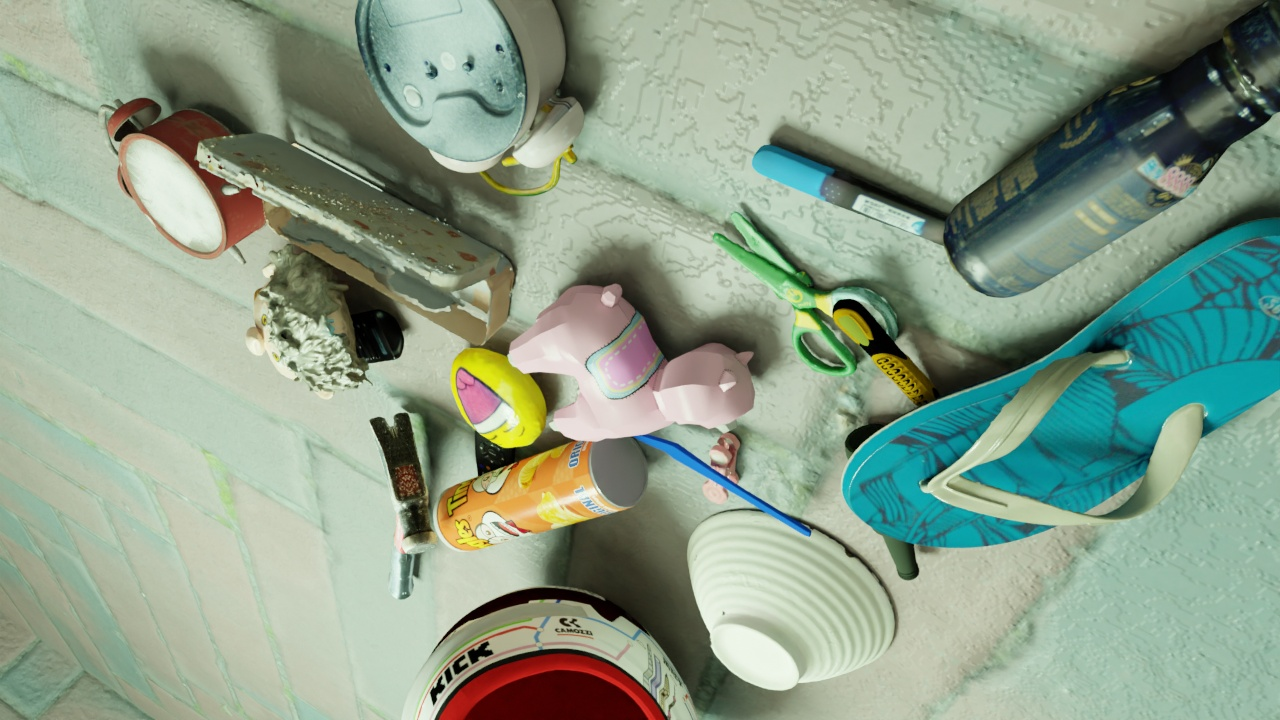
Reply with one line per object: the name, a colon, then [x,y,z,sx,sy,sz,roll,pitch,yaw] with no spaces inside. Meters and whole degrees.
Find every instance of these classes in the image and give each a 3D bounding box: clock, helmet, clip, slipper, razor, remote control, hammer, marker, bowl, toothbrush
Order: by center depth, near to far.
slipper: [0.226,0.042,0.477,0.118,0.060,0.296,33,134,-12]
marker: [0.118,-0.088,0.492,0.123,0.015,0.018,25,140,11]
razor: [0.159,0.014,0.538,0.144,0.021,0.044,43,139,-21]
clock: [-0.094,-0.165,0.539,0.117,0.058,0.158,3,128,35]
toothbrush: [0.045,0.076,0.659,0.187,0.011,0.017,27,137,31]
clip: [0.056,0.082,0.668,0.023,0.039,0.059,24,133,26]
bowl: [0.102,0.206,0.720,0.177,0.070,0.178,20,135,21]
clock: [-0.369,-0.154,0.741,0.157,0.061,0.110,32,139,8]
remote control: [-0.258,-0.018,0.814,0.141,0.021,0.045,-6,111,43]
remote control: [-0.132,0.095,0.831,0.039,0.010,0.125,25,137,15]
helmet: [-0.081,0.325,0.834,0.314,0.231,0.236,50,173,-21]
hammer: [-0.243,0.174,0.934,0.327,0.036,0.140,116,139,-57]

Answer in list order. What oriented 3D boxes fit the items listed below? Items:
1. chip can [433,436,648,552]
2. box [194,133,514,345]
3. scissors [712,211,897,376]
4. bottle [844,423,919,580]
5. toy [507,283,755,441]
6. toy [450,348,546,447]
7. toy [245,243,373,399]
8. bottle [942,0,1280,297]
chip can: [-0.089,0.113,0.768,0.211,0.062,0.062,-23,111,41]
box: [-0.204,-0.085,0.662,0.217,0.094,0.121,28,141,12]
scissors: [0.099,-0.046,0.543,0.132,0.013,0.078,49,136,-12]
bottle: [0.165,0.098,0.609,0.033,0.032,0.123,0,126,36]
toy: [-0.004,0.003,0.621,0.158,0.067,0.123,-12,117,37]
toy: [-0.115,0.030,0.740,0.094,0.041,0.096,51,140,-8]
toy: [-0.294,-0.029,0.775,0.176,0.076,0.133,1,107,53]
bottle: [0.207,-0.085,0.398,0.056,0.056,0.161,43,138,-5]
